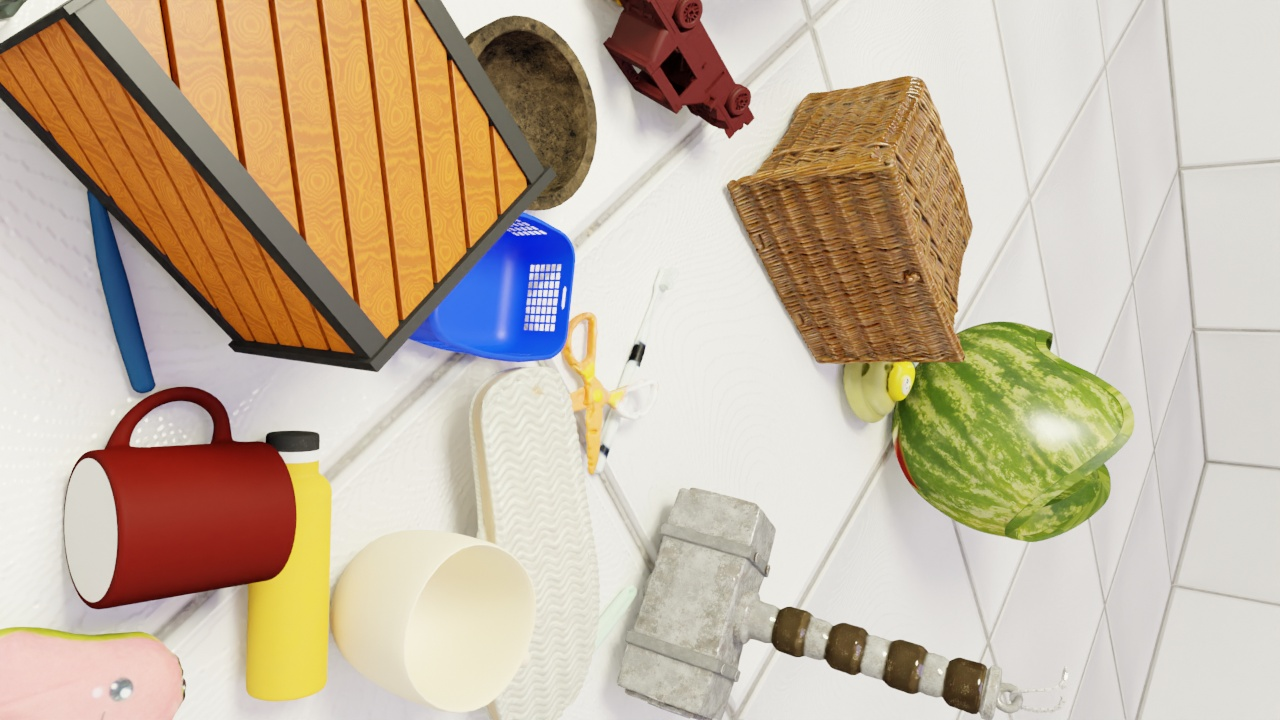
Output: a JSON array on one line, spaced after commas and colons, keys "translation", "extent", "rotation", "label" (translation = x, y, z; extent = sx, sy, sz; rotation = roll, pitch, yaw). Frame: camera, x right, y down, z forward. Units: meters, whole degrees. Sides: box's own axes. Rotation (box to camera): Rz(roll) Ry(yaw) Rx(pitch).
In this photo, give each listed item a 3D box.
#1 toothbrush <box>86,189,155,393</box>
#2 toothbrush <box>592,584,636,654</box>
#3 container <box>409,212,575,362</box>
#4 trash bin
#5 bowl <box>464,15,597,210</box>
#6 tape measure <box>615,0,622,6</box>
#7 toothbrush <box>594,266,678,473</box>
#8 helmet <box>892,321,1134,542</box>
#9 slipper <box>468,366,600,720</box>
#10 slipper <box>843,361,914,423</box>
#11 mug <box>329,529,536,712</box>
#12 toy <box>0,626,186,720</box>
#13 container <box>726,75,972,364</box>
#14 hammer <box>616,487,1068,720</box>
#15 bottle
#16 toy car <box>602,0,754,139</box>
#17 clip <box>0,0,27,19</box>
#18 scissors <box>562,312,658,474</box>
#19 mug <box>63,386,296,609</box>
[{"translation": [-0.262, -0.064, 0.445], "extent": [0.014, 0.014, 0.168], "rotation": [-23, 111, -49], "label": "toothbrush"}, {"translation": [-0.048, 0.234, 0.718], "extent": [0.022, 0.015, 0.154], "rotation": [44, 54, -2], "label": "toothbrush"}, {"translation": [-0.104, -0.049, 0.597], "extent": [0.114, 0.058, 0.096], "rotation": [9, 86, -49], "label": "container"}, {"translation": [-0.167, -0.109, 0.428], "extent": [0.139, 0.140, 0.172], "rotation": [-54, 130, -29], "label": "trash bin"}, {"translation": [-0.090, -0.159, 0.606], "extent": [0.121, 0.056, 0.121], "rotation": [-5, 97, -49], "label": "bowl"}, {"translation": [-0.017, -0.311, 0.700], "extent": [0.058, 0.030, 0.068], "rotation": [-4, 95, -51], "label": "tape measure"}, {"translation": [-0.004, 0.004, 0.749], "extent": [0.012, 0.017, 0.186], "rotation": [31, 69, -32], "label": "toothbrush"}, {"translation": [0.421, 0.079, 1.082], "extent": [0.243, 0.247, 0.213], "rotation": [-29, 143, 0], "label": "helmet"}, {"translation": [-0.087, 0.132, 0.638], "extent": [0.114, 0.052, 0.263], "rotation": [-15, 108, -46], "label": "slipper"}, {"translation": [0.293, -0.017, 1.048], "extent": [0.091, 0.082, 0.190], "rotation": [40, 61, -46], "label": "slipper"}, {"translation": [-0.124, 0.157, 0.556], "extent": [0.120, 0.100, 0.096], "rotation": [46, 57, -39], "label": "mug"}, {"translation": [-0.270, 0.160, 0.425], "extent": [0.109, 0.051, 0.090], "rotation": [-9, 101, -49], "label": "toy"}, {"translation": [0.227, -0.143, 0.903], "extent": [0.250, 0.162, 0.182], "rotation": [55, 50, -37], "label": "container"}, {"translation": [0.153, 0.223, 0.717], "extent": [0.176, 0.327, 0.079], "rotation": [-71, 154, -18], "label": "hammer"}, {"translation": [-0.196, 0.112, 0.514], "extent": [0.043, 0.043, 0.143], "rotation": [0, 93, -49], "label": "bottle"}, {"translation": [0.026, -0.234, 0.715], "extent": [0.062, 0.070, 0.170], "rotation": [-48, 142, -1], "label": "toy car"}, {"translation": [-0.267, -0.163, 0.385], "extent": [0.023, 0.076, 0.044], "rotation": [-40, 121, -40], "label": "clip"}, {"translation": [-0.032, 0.026, 0.711], "extent": [0.131, 0.011, 0.125], "rotation": [4, 86, -37], "label": "scissors"}, {"translation": [-0.230, 0.063, 0.456], "extent": [0.082, 0.073, 0.105], "rotation": [1, 69, -49], "label": "mug"}]
